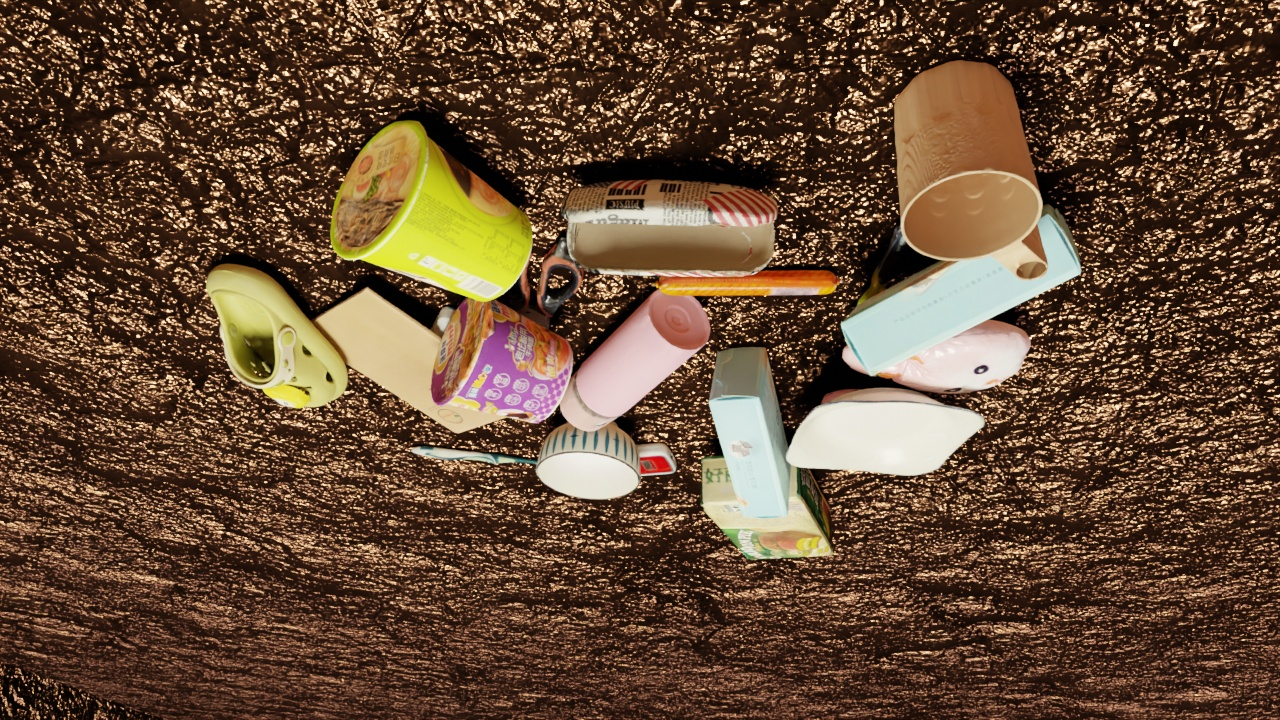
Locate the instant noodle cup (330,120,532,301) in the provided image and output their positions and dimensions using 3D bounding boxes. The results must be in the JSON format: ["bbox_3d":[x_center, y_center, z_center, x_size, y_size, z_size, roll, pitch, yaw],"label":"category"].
[{"bbox_3d":[-0.151,-0.104,0.699,0.112,0.111,0.123,-21,148,34],"label":"instant noodle cup"}]

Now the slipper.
[{"bbox_3d":[-0.359,-0.009,0.879,0.092,0.081,0.191,8,144,20],"label":"slipper"}]

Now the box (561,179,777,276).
[{"bbox_3d":[0.021,-0.109,0.691,0.163,0.076,0.087,3,167,7],"label":"box"}]

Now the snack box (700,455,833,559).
[{"bbox_3d":[0.157,0.179,1.102,0.115,0.063,0.240,-7,152,19],"label":"snack box"}]

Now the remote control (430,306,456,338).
[{"bbox_3d":[-0.192,-0.010,0.916,0.049,0.024,0.125,20,146,-18],"label":"remote control"}]

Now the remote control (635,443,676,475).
[{"bbox_3d":[-0.027,0.123,1.103,0.136,0.020,0.056,-6,146,17],"label":"remote control"}]

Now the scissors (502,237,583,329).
[{"bbox_3d":[-0.084,-0.045,0.853,0.186,0.015,0.208,-18,140,32],"label":"scissors"}]

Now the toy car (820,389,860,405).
[{"bbox_3d":[0.223,0.062,0.960,0.056,0.037,0.122,-7,149,21],"label":"toy car"}]

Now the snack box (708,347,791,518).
[{"bbox_3d":[0.113,0.075,0.920,0.052,0.074,0.175,-5,129,18],"label":"snack box"}]

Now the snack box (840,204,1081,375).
[{"bbox_3d":[0.245,-0.054,0.707,0.175,0.074,0.051,-29,92,28],"label":"snack box"}]

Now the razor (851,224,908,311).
[{"bbox_3d":[0.204,-0.073,0.765,0.042,0.022,0.143,-8,148,-7],"label":"razor"}]

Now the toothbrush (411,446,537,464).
[{"bbox_3d":[-0.186,0.123,1.126,0.191,0.018,0.016,6,148,-2],"label":"toothbrush"}]

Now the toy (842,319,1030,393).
[{"bbox_3d":[0.267,-0.004,0.829,0.159,0.054,0.121,6,156,-7],"label":"toy"}]

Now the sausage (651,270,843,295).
[{"bbox_3d":[0.091,-0.067,0.791,0.165,0.021,0.021,0,147,7],"label":"sausage"}]

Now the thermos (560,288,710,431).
[{"bbox_3d":[-0.005,0.005,0.884,0.087,0.067,0.199,-10,159,-35],"label":"thermos"}]

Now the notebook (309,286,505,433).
[{"bbox_3d":[-0.224,0.007,0.922,0.148,0.008,0.207,-18,133,44],"label":"notebook"}]

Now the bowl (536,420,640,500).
[{"bbox_3d":[-0.056,0.103,1.033,0.116,0.066,0.117,4,146,2],"label":"bowl"}]

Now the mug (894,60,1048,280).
[{"bbox_3d":[0.225,-0.123,0.610,0.124,0.103,0.084,27,141,-31],"label":"mug"}]

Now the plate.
[{"bbox_3d":[0.231,0.065,0.890,0.163,0.034,0.165,5,152,-4],"label":"plate"}]

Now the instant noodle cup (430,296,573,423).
[{"bbox_3d":[-0.123,0.004,0.832,0.099,0.111,0.112,24,143,-27],"label":"instant noodle cup"}]
